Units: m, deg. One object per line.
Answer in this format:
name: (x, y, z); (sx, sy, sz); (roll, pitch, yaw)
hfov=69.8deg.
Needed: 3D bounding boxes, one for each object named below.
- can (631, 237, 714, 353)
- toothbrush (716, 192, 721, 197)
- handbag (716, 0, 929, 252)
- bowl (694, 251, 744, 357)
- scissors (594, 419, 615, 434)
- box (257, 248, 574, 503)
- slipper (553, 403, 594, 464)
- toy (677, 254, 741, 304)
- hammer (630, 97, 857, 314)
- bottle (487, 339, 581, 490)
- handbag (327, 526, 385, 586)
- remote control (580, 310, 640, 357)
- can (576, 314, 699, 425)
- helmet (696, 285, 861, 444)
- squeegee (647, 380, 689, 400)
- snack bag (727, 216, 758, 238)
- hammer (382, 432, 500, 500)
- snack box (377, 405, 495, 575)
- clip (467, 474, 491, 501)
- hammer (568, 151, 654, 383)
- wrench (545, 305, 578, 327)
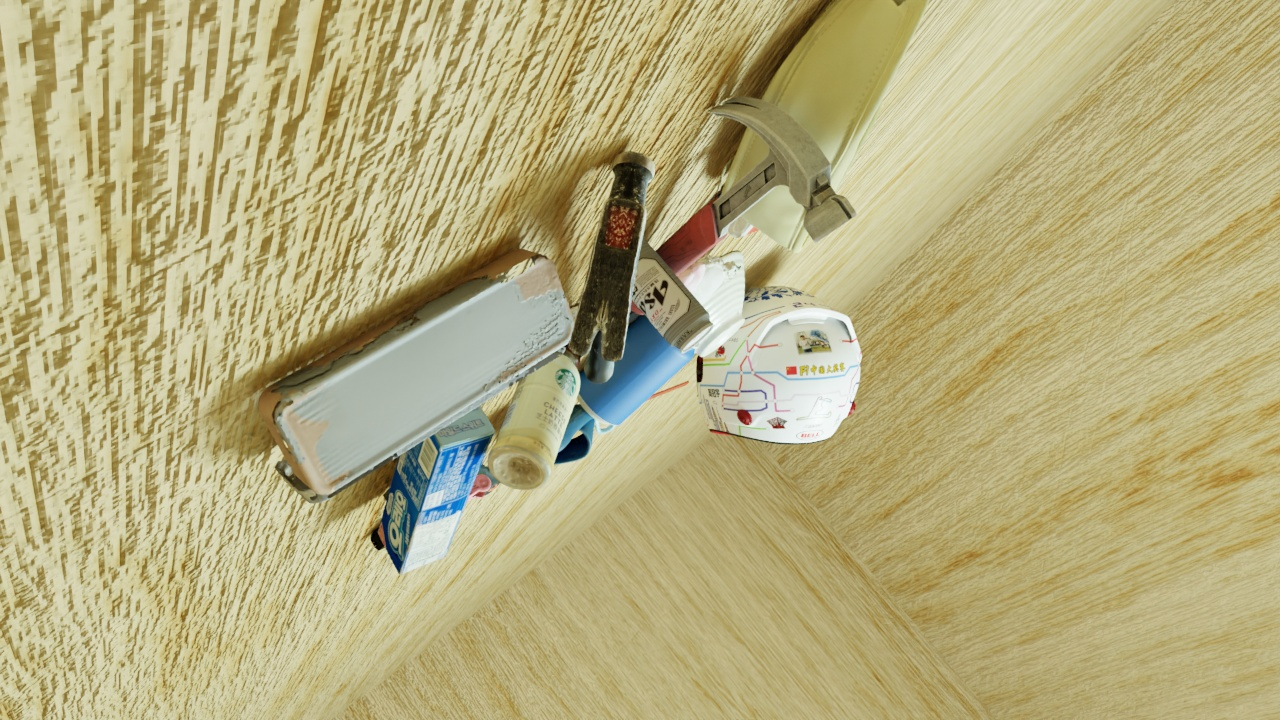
can: (0.016, -0.059, 0.805); (0.044, 0.106, 0.044); (-38, 170, -8)
toothbrush: (0.059, -0.130, 0.910); (0.021, 0.016, 0.133); (-32, 168, -49)
handbag: (0.148, -0.203, 0.753); (0.190, 0.088, 0.233); (-57, 172, -9)
bowl: (0.083, -0.054, 1.173); (0.177, 0.071, 0.177); (-39, 169, -9)
scissors: (-0.056, 0.060, 1.183); (0.104, 0.019, 0.132); (16, 136, -28)
box: (-0.155, 0.004, 0.633); (0.215, 0.096, 0.105); (-34, 130, -28)
slipper: (-0.107, 0.097, 1.082); (0.104, 0.059, 0.213); (-16, -175, 13)
toy: (0.056, -0.086, 1.029); (0.096, 0.041, 0.108); (-45, 163, 22)
hammer: (0.049, -0.109, 0.782); (0.036, 0.126, 0.317); (-34, 180, -29)
bottle: (-0.089, 0.041, 0.833); (0.057, 0.056, 0.161); (-48, -162, 39)
handbag: (-0.314, 0.222, 1.092); (0.178, 0.027, 0.084); (-38, 171, 25)
remote control: (-0.033, -0.036, 0.999); (0.124, 0.010, 0.039); (-36, 169, -25)
can: (-0.006, 0.006, 1.085); (0.146, 0.079, 0.078); (-43, 169, 18)
helmet: (0.204, 0.004, 1.408); (0.230, 0.236, 0.315); (-4, 180, -15)
squeegee: (-0.022, 0.036, 1.219); (0.249, 0.055, 0.185); (-20, 151, -21)
snack bag: (0.138, -0.172, 0.959); (0.115, 0.036, 0.077); (-28, 165, -49)
hammer: (-0.203, 0.132, 1.069); (0.133, 0.033, 0.333); (-40, 171, -6)
snack box: (-0.193, 0.116, 0.849); (0.059, 0.059, 0.227); (-17, 149, -36)
clip: (-0.197, 0.152, 1.035); (0.058, 0.022, 0.037); (-25, 166, -43)
hammer: (-0.029, -0.032, 0.757); (0.327, 0.036, 0.140); (107, -5, -73)
wrench: (-0.101, -0.025, 0.807); (0.047, 0.009, 0.272); (-47, 168, 35)
